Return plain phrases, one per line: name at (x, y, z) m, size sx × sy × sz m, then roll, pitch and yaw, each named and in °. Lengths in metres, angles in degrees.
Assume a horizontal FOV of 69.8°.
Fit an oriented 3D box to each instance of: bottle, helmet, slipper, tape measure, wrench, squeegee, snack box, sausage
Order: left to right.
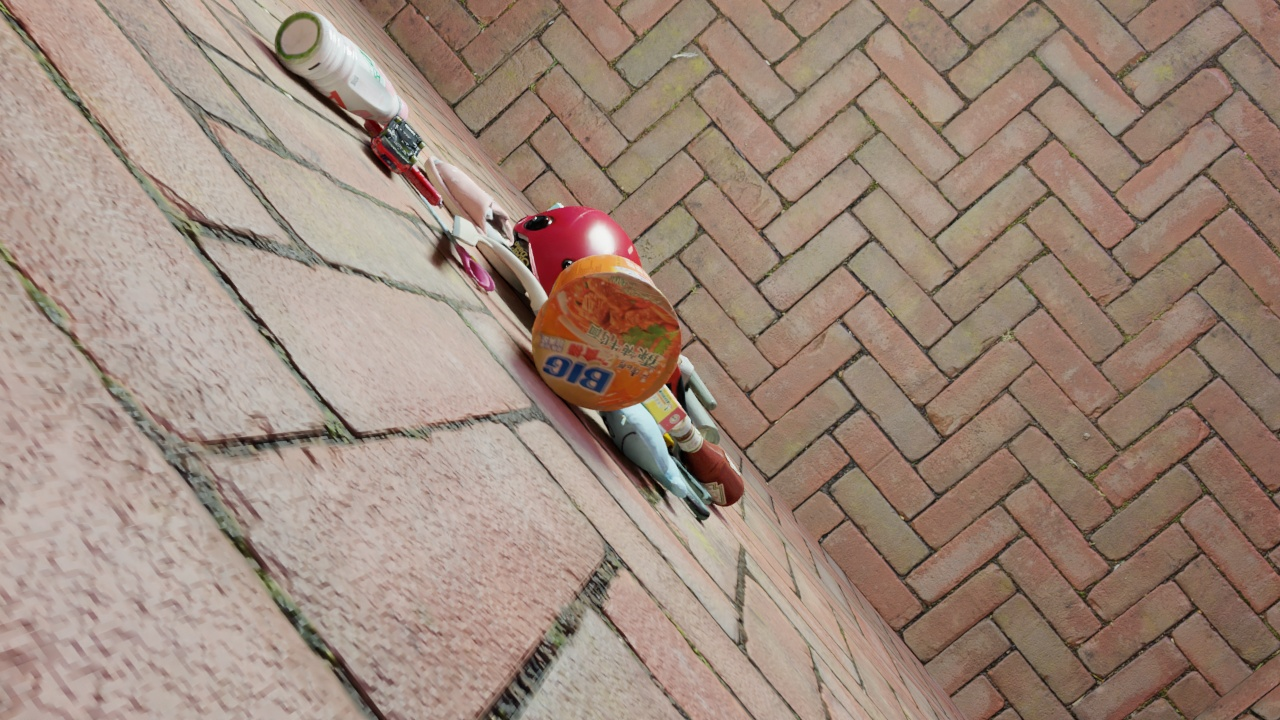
bottle at (-0.332, -0.322, 1.053) m, size 0.068 × 0.068 × 0.197 m, roll 51°, pitch 6°, yaw 18°
sausage at (-0.296, -0.246, 1.140) m, size 0.156 × 0.020 × 0.020 m, roll 49°, pitch 4°, yaw 7°
slipper at (-0.221, -0.202, 1.291) m, size 0.274 × 0.054 × 0.114 m, roll 53°, pitch 5°, yaw 28°
squeegee at (-0.123, -0.066, 1.042) m, size 0.246 × 0.039 × 0.246 m, roll 54°, pitch -1°, yaw -17°
helmet at (-0.067, -0.110, 1.207) m, size 0.240 × 0.144 × 0.207 m, roll -115°, pitch -179°, yaw -71°
snack box at (-0.008, 0.042, 1.163) m, size 0.027 × 0.077 × 0.155 m, roll 46°, pitch 6°, yaw -44°
tape measure at (0.021, 0.098, 1.318) m, size 0.057 × 0.029 × 0.060 m, roll 45°, pitch 5°, yaw -41°
wrench at (0.061, 0.082, 1.286) m, size 0.016 × 0.056 × 0.274 m, roll 63°, pitch -2°, yaw 39°
bottle at (0.090, 0.140, 1.311) m, size 0.059 × 0.060 × 0.206 m, roll 53°, pitch -1°, yaw 45°

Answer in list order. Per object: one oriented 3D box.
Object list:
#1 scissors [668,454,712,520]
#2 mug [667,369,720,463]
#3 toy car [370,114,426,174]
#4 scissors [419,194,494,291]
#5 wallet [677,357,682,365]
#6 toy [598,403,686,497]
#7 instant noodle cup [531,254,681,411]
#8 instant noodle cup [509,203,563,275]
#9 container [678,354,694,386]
scissors at (0.061, 0.165, 1.215) m, size 0.173 × 0.019 × 0.170 m, roll 48°, pitch 5°, yaw -38°
mug at (0.071, 0.083, 1.406) m, size 0.083 × 0.124 × 0.103 m, roll 2°, pitch 34°, yaw -29°
toy car at (-0.286, -0.249, 1.075) m, size 0.053 × 0.045 × 0.120 m, roll 46°, pitch 13°, yaw -21°
scissors at (-0.207, -0.131, 1.015) m, size 0.135 × 0.017 × 0.063 m, roll 54°, pitch 7°, yaw 2°
wallet at (-0.008, 0.007, 1.281) m, size 0.087 × 0.115 × 0.024 m, roll 45°, pitch -21°, yaw 1°
toy at (0.000, 0.088, 1.019) m, size 0.161 × 0.049 × 0.156 m, roll 51°, pitch -7°, yaw 8°
instant noodle cup at (-0.037, -0.038, 0.961) m, size 0.151 × 0.151 × 0.111 m, roll 48°, pitch 13°, yaw -21°
instant noodle cup at (-0.145, -0.180, 1.446) m, size 0.111 × 0.120 × 0.111 m, roll 49°, pitch 4°, yaw -5°
container at (0.003, 0.013, 1.352) m, size 0.114 × 0.090 × 0.090 m, roll 30°, pitch 7°, yaw -12°
